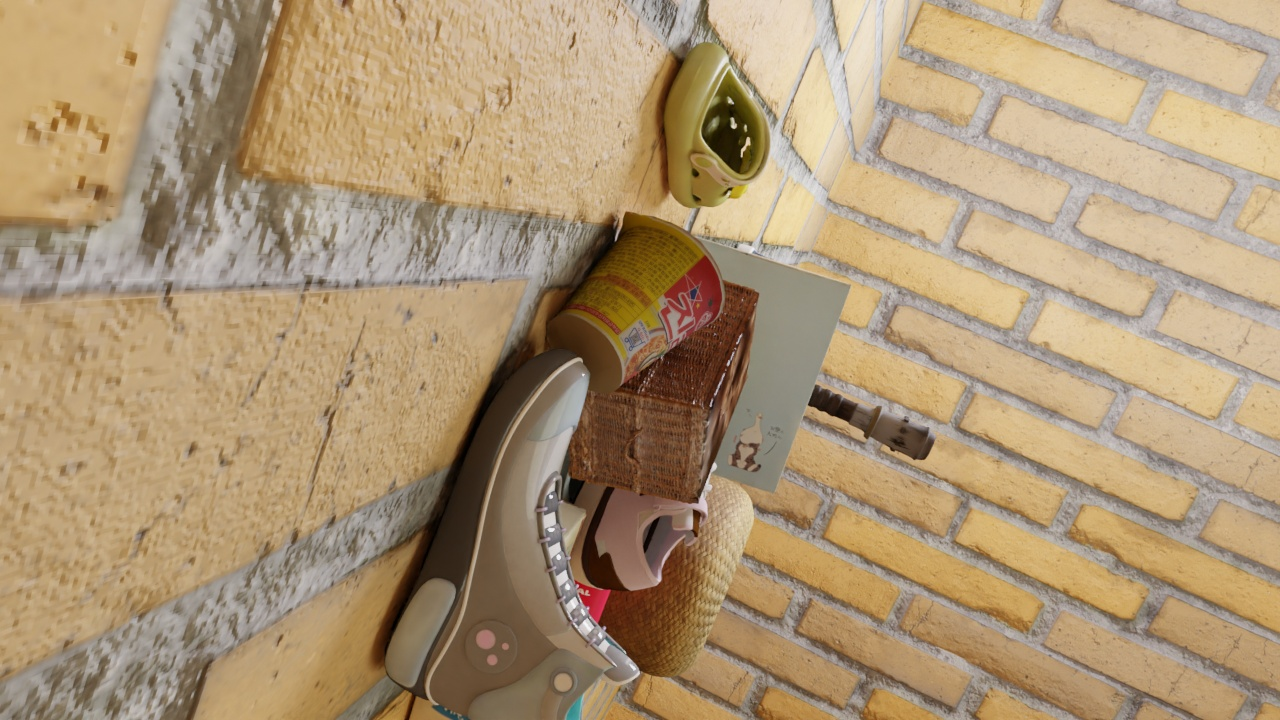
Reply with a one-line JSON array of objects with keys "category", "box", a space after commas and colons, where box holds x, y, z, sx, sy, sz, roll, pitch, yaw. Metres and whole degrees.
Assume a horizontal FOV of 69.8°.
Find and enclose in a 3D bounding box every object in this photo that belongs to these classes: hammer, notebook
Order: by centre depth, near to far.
[{"category": "notebook", "box": [0.097, 0.009, 0.987, 0.009, 0.181, 0.254, -60, 167, -68]}, {"category": "hammer", "box": [0.171, 0.030, 1.031, 0.190, 0.325, 0.100, -69, 169, 20]}]

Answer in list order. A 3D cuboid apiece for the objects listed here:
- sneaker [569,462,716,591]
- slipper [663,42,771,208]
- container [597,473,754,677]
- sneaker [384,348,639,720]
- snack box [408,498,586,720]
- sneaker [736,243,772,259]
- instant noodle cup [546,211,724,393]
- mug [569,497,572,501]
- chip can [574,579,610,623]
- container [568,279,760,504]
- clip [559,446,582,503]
[{"category": "sneaker", "box": [0.041, 0.089, 0.869, 0.293, 0.117, 0.112, -55, 132, -24]}, {"category": "slipper", "box": [0.069, -0.181, 0.740, 0.190, 0.081, 0.091, 60, 53, -74]}, {"category": "container", "box": [0.030, 0.282, 1.281, 0.307, 0.196, 0.307, 24, 89, -79]}, {"category": "sneaker", "box": [-0.055, 0.132, 0.614, 0.257, 0.160, 0.093, -65, 169, 3]}, {"category": "snack box", "box": [-0.124, 0.232, 0.781, 0.153, 0.055, 0.208, -42, 154, -64]}, {"category": "sneaker", "box": [0.135, -0.014, 1.319, 0.294, 0.127, 0.120, -63, 170, -2]}, {"category": "instant noodle cup", "box": [-0.008, -0.034, 0.674, 0.112, 0.100, 0.101, -48, 161, -37]}, {"category": "mug", "box": [-0.023, 0.129, 0.955, 0.094, 0.085, 0.122, -59, 169, -8]}, {"category": "chip can", "box": [-0.070, 0.272, 1.098, 0.069, 0.069, 0.221, -44, 157, -63]}, {"category": "container", "box": [0.022, 0.014, 0.779, 0.197, 0.113, 0.114, -62, 161, -47]}, {"category": "clip", "box": [-0.065, 0.094, 0.846, 0.165, 0.031, 0.168, 88, 27, -64]}]
